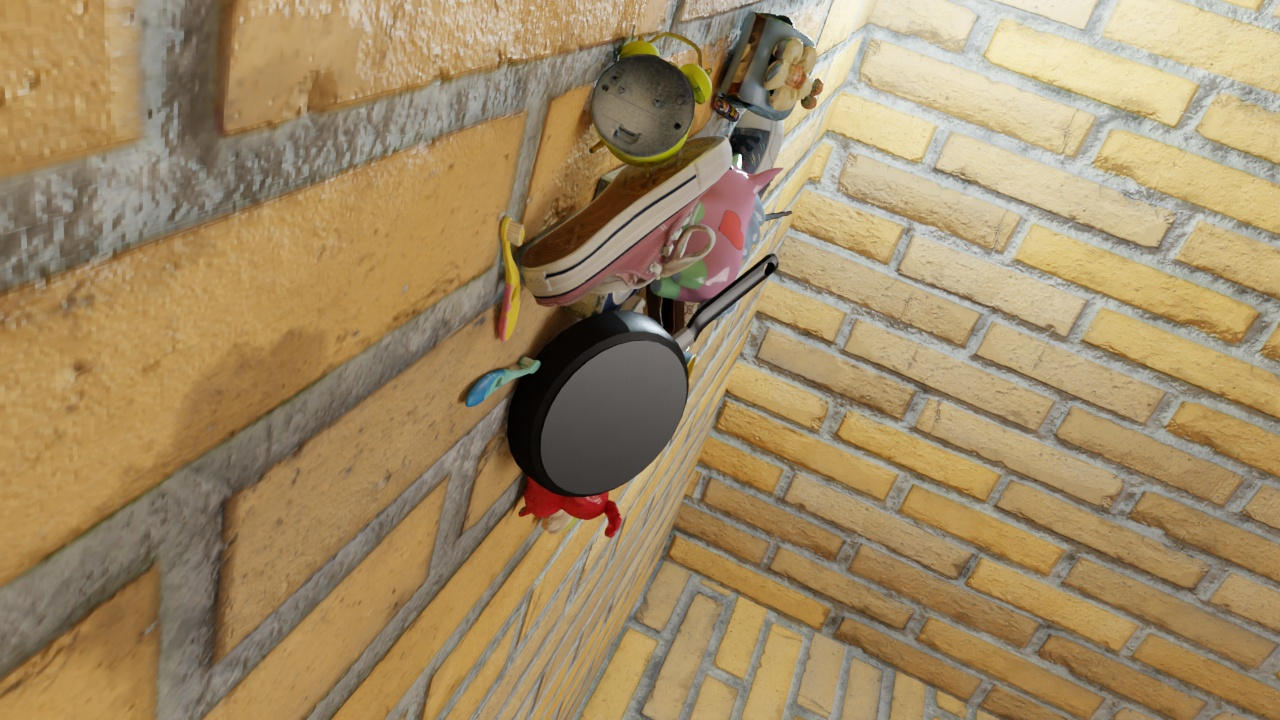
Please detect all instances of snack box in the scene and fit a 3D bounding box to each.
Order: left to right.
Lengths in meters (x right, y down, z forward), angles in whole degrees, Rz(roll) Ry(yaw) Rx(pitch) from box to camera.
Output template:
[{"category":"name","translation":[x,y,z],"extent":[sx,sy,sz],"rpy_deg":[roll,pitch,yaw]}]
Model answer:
[{"category":"snack box","translation":[-0.016,-0.125,0.927],"extent":[0.144,0.042,0.145],"rpy_deg":[-46,158,-61]}]

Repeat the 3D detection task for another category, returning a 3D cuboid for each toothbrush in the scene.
[{"category":"toothbrush","translation":[-0.120,0.016,0.792],"extent":[0.022,0.017,0.135],"rpy_deg":[-69,167,19]},{"category":"toothbrush","translation":[-0.101,-0.058,0.711],"extent":[0.136,0.016,0.021],"rpy_deg":[102,15,-50]}]

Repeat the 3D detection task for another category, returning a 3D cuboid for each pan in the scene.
[{"category":"pan","translation":[0.022,0.003,0.943],"extent":[0.355,0.044,0.204],"rpy_deg":[-38,136,-14]}]

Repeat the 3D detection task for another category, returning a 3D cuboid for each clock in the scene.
[{"category":"clock","translation":[0.009,-0.211,0.744],"extent":[0.119,0.083,0.057],"rpy_deg":[-63,175,-1]}]

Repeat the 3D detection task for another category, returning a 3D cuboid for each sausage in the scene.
[{"category":"sausage","translation":[0.115,-0.330,1.213],"extent":[0.155,0.020,0.020],"rpy_deg":[-30,142,-74]}]

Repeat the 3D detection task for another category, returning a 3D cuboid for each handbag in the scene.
[{"category":"handbag","translation":[0.035,-0.090,1.152],"extent":[0.138,0.063,0.166],"rpy_deg":[0,94,-78]},{"category":"handbag","translation":[0.175,-0.364,1.169],"extent":[0.122,0.119,0.191],"rpy_deg":[-69,165,12]}]

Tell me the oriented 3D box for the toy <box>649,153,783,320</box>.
[{"category":"toy","translation":[0.086,-0.144,1.072],"extent":[0.120,0.170,0.222],"rpy_deg":[-23,-107,52]}]

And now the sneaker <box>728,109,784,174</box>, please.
[{"category":"sneaker","translation":[0.126,-0.268,1.313],"extent":[0.079,0.087,0.235],"rpy_deg":[25,88,-50]}]

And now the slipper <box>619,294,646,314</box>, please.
[{"category":"slipper","translation":[-0.046,0.047,1.155],"extent":[0.114,0.054,0.272],"rpy_deg":[66,46,-85]}]

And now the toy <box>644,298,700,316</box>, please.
[{"category":"toy","translation":[0.037,-0.074,1.291],"extent":[0.137,0.067,0.106],"rpy_deg":[-46,166,-41]}]

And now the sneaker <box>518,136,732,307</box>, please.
[{"category":"sneaker","translation":[0.003,-0.108,0.779],"extent":[0.240,0.118,0.088],"rpy_deg":[-42,123,-28]}]

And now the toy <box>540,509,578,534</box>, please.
[{"category":"toy","translation":[-0.101,0.191,1.222],"extent":[0.092,0.043,0.117],"rpy_deg":[-67,168,20]}]

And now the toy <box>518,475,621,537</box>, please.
[{"category":"toy","translation":[-0.077,0.160,1.051],"extent":[0.088,0.133,0.094],"rpy_deg":[-26,148,-60]}]

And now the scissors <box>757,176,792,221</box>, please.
[{"category":"scissors","translation":[0.117,-0.162,1.157],"extent":[0.014,0.142,0.175],"rpy_deg":[34,81,-47]}]

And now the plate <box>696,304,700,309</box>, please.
[{"category":"plate","translation":[0.078,-0.099,1.414],"extent":[0.243,0.016,0.242],"rpy_deg":[-61,-170,18]}]

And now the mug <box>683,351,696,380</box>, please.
[{"category":"mug","translation":[-0.006,0.006,1.055],"extent":[0.078,0.121,0.078],"rpy_deg":[24,89,-80]}]
